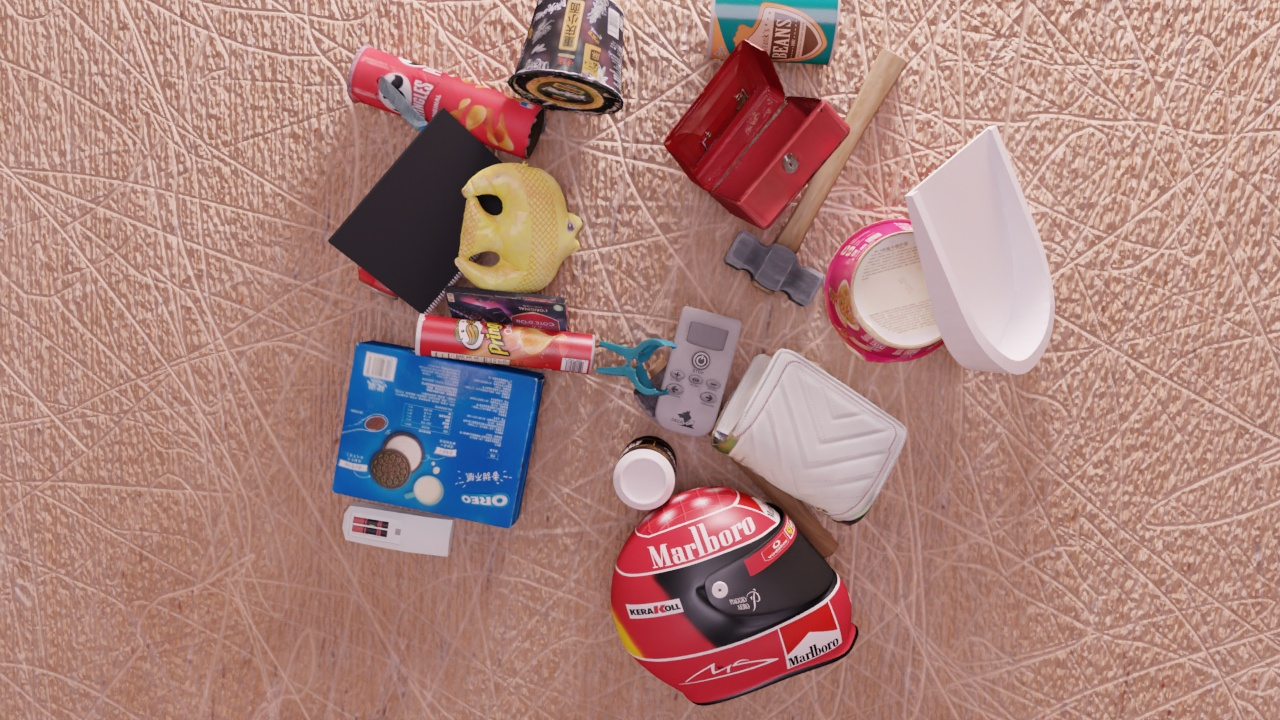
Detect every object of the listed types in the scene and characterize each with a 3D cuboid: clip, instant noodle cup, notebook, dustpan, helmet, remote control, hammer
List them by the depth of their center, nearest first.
[{"bbox_3d":[0.400,-0.109,1.037,0.191,0.053,0.258,-38,118,-33],"label":"dustpan"},{"bbox_3d":[0.097,0.260,1.081,0.271,0.197,0.224,-20,97,0],"label":"helmet"},{"bbox_3d":[-0.078,-0.367,1.090,0.137,0.137,0.112,10,86,3],"label":"instant noodle cup"},{"bbox_3d":[0.068,0.016,1.100,0.074,0.019,0.151,15,96,0],"label":"remote control"},{"bbox_3d":[0.315,-0.084,1.102,0.179,0.077,0.178,0,94,4],"label":"instant noodle cup"},{"bbox_3d":[-0.250,-0.175,1.110,0.149,0.016,0.206,41,87,-30],"label":"notebook"},{"bbox_3d":[-0.006,0.023,1.114,0.130,0.031,0.121,-19,74,44],"label":"clip"},{"bbox_3d":[0.227,-0.227,1.115,0.117,0.051,0.323,29,93,0],"label":"hammer"},{"bbox_3d":[0.131,0.122,1.147,0.098,0.052,0.328,-44,93,6],"label":"hammer"},{"bbox_3d":[-0.317,0.220,1.192,0.143,0.024,0.049,9,94,3],"label":"remote control"}]

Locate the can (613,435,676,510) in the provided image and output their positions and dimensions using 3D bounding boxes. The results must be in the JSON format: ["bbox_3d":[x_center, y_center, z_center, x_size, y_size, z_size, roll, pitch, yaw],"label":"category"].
[{"bbox_3d":[0.007,0.134,1.112,0.072,0.128,0.072,0,94,4],"label":"can"}]

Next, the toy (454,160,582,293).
[{"bbox_3d":[-0.145,-0.159,1.122,0.154,0.064,0.171,1,113,-20],"label":"toy"}]

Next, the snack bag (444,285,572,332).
[{"bbox_3d":[-0.164,-0.062,1.142,0.155,0.075,0.018,5,58,4],"label":"snack bag"}]

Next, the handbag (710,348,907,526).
[{"bbox_3d":[0.197,0.093,1.094,0.198,0.096,0.142,34,79,-12],"label":"handbag"}]

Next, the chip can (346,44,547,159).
[{"bbox_3d":[-0.235,-0.315,1.126,0.233,0.073,0.073,19,95,2],"label":"chip can"}]

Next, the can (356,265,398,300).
[{"bbox_3d":[-0.293,-0.163,1.143,0.067,0.067,0.170,26,95,2],"label":"can"}]

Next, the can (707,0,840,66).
[{"bbox_3d":[0.155,-0.402,1.079,0.144,0.099,0.099,4,94,3],"label":"can"}]

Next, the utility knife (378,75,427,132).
[{"bbox_3d":[-0.237,-0.256,1.121,0.031,0.015,0.225,-37,116,14],"label":"utility knife"}]

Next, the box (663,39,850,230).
[{"bbox_3d":[0.145,-0.247,1.073,0.156,0.147,0.157,40,96,19],"label":"box"}]

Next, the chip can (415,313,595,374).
[{"bbox_3d":[-0.165,-0.020,1.133,0.214,0.052,0.052,7,94,-7],"label":"chip can"}]

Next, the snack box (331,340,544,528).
[{"bbox_3d":[-0.255,0.092,1.164,0.239,0.056,0.195,11,95,2],"label":"snack box"}]
